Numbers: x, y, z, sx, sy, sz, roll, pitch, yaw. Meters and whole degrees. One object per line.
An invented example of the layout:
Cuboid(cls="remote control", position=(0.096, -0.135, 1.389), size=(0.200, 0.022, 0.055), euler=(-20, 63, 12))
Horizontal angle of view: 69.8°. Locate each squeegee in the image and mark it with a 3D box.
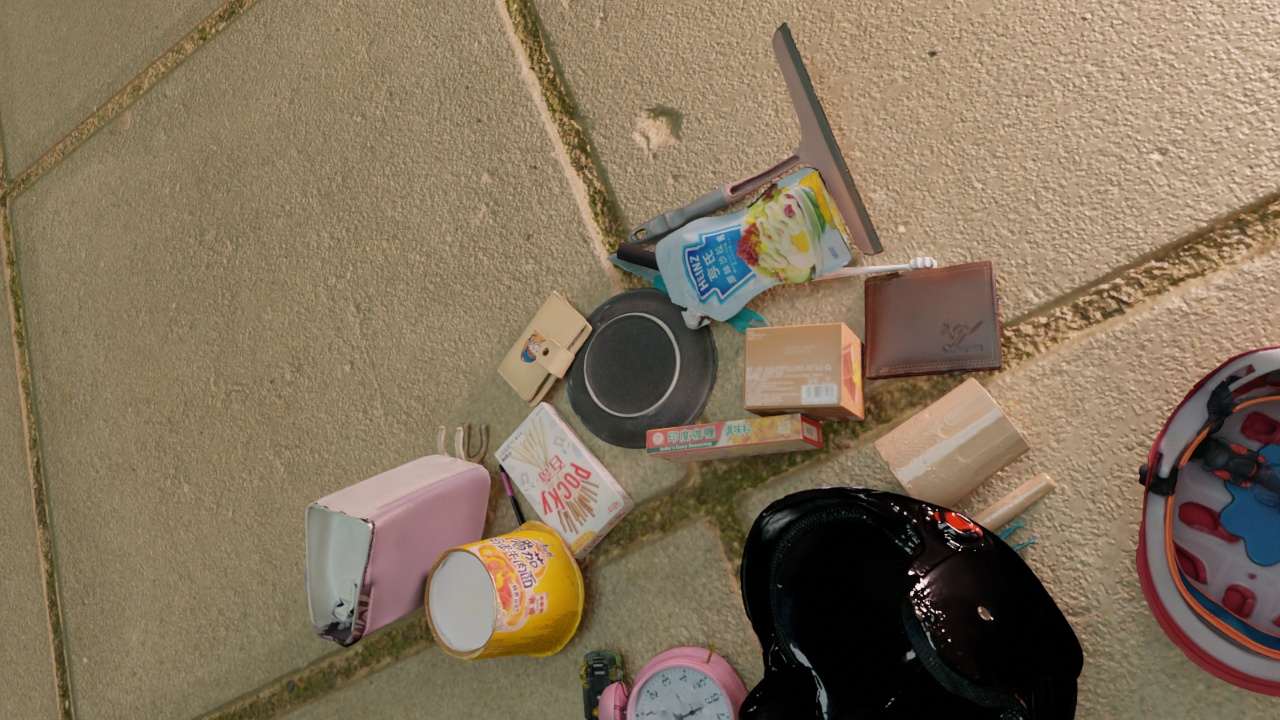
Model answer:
Cuboid(cls="squeegee", position=(0.095, -0.178, 0.965), size=(0.250, 0.040, 0.247), euler=(-23, 87, 26))

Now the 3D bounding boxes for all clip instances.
Cuboid(cls="clip", position=(0.315, 0.161, 0.800), size=(0.057, 0.014, 0.043), euler=(-33, 67, 14))
Cuboid(cls="clip", position=(-0.209, 0.114, 1.036), size=(0.035, 0.092, 0.103), euler=(4, 70, 26))

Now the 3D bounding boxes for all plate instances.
Cuboid(cls="plate", position=(-0.006, 0.006, 0.983), size=(0.180, 0.024, 0.179), euler=(-6, 77, 25))

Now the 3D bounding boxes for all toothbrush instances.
Cuboid(cls="toothbrush", position=(0.199, -0.088, 0.908), size=(0.180, 0.016, 0.016), euler=(-2, 76, 26))
Cuboid(cls="toothbrush", position=(-0.121, 0.196, 1.005), size=(0.018, 0.014, 0.189), euler=(-27, 68, 8))

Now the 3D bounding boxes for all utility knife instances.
Cuboid(cls="utility knife", position=(0.049, -0.072, 0.975), size=(0.217, 0.013, 0.029), euler=(28, 63, 28))

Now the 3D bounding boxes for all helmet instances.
Cuboid(cls="helmet", position=(0.206, 0.223, 0.722), size=(0.234, 0.229, 0.274), euler=(-54, 53, 34))
Cuboid(cls="helmet", position=(0.476, 0.110, 0.663), size=(0.207, 0.143, 0.240), euler=(30, 107, 28))

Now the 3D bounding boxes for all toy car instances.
Cuboid(cls="toy car", position=(-0.034, 0.337, 0.919), size=(0.043, 0.036, 0.091), euler=(-9, 75, 23))

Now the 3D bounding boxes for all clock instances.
Cuboid(cls="clock", position=(0.025, 0.341, 0.860), size=(0.158, 0.060, 0.117), euler=(-32, 75, 7))

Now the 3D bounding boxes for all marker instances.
Cuboid(cls="marker", position=(0.035, -0.099, 0.981), size=(0.132, 0.020, 0.022), euler=(20, 67, 21))

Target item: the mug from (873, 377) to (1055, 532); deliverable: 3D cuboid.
Cuboid(cls="mug", position=(0.283, 0.092, 0.800), size=(0.104, 0.084, 0.124), euler=(-38, 90, 12))

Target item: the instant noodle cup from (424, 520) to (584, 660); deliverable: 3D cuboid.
Cuboid(cls="instant noodle cup", position=(-0.145, 0.241, 0.937), size=(0.138, 0.109, 0.138), euler=(-5, 82, 38))

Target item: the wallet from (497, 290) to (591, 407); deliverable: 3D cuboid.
Cuboid(cls="wallet", position=(-0.108, -0.012, 1.030), size=(0.115, 0.024, 0.087), euler=(-52, 51, 6))

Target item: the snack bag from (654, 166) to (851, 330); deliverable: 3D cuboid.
Cuboid(cls="snack bag", position=(0.107, -0.108, 0.920), size=(0.191, 0.038, 0.110), euler=(-24, 84, 24))

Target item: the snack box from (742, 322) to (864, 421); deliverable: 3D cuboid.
Cuboid(cls="snack box", position=(0.155, 0.014, 0.863), size=(0.093, 0.094, 0.077), euler=(-3, 78, 26))

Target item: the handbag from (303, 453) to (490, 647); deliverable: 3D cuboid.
Cuboid(cls="handbag", position=(-0.250, 0.189, 0.948), size=(0.098, 0.196, 0.145), euler=(9, 102, 24))

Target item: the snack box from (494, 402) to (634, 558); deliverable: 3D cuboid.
Cuboid(cls="snack box", position=(-0.085, 0.128, 0.995), size=(0.085, 0.027, 0.157), euler=(-47, 63, 10))

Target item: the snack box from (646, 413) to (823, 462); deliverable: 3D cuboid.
Cuboid(cls="snack box", position=(0.091, 0.077, 0.890), size=(0.156, 0.077, 0.027), euler=(-9, 75, 24))

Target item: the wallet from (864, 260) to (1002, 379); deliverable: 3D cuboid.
Cuboid(cls="wallet", position=(0.270, -0.035, 0.855), size=(0.125, 0.032, 0.101), euler=(-6, 79, 26))
